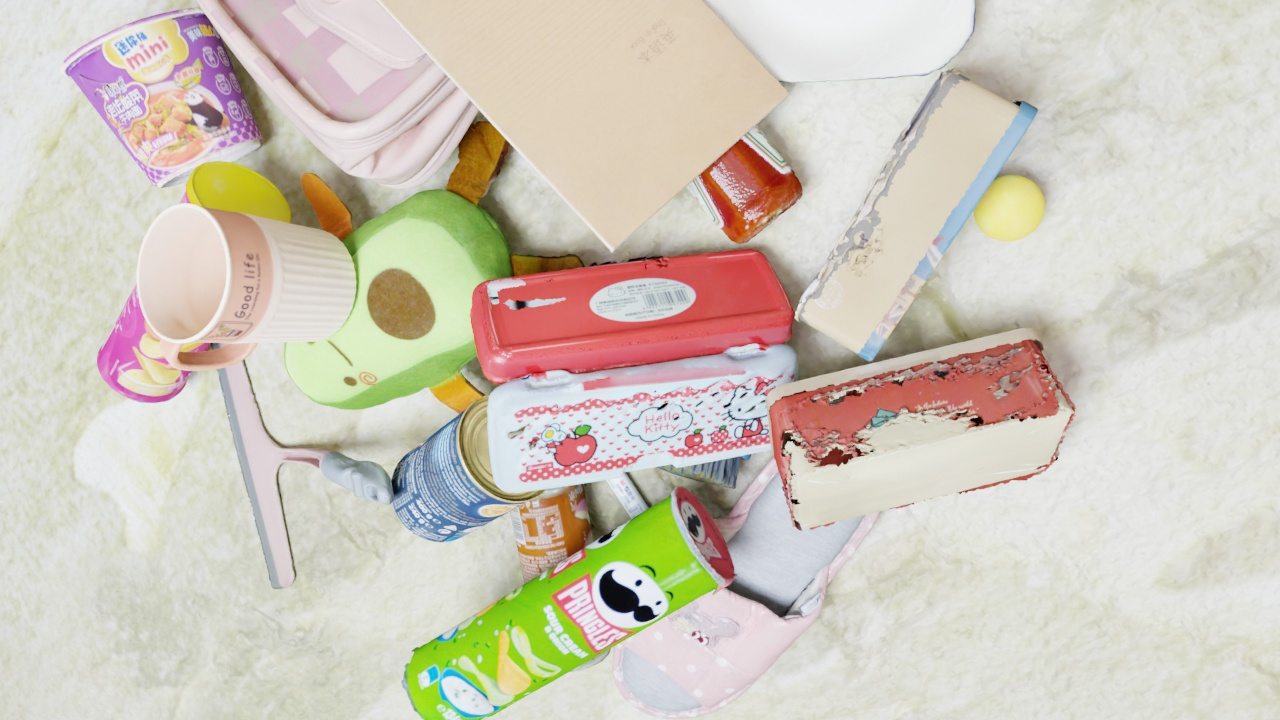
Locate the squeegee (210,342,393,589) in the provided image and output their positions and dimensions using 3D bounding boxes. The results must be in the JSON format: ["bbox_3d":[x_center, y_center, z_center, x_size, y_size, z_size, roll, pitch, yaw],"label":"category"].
[{"bbox_3d":[-0.246,0.082,0.707,0.250,0.040,0.248,4,106,46],"label":"squeegee"}]

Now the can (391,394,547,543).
[{"bbox_3d":[-0.118,0.078,0.636,0.111,0.075,0.075,-33,93,44],"label":"can"}]

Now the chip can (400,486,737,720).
[{"bbox_3d":[-0.051,0.176,0.629,0.236,0.072,0.072,-33,93,14],"label":"chip can"}]

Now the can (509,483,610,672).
[{"bbox_3d":[-0.061,0.155,0.693,0.058,0.057,0.147,-6,102,17],"label":"can"}]

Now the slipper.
[{"bbox_3d":[0.070,0.167,0.660,0.114,0.054,0.275,38,110,4],"label":"slipper"}]

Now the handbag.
[{"bbox_3d":[-0.153,-0.249,0.596,0.234,0.093,0.193,-43,76,1],"label":"handbag"}]

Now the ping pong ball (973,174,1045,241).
[{"bbox_3d":[0.224,-0.092,0.557,0.040,0.040,0.040,4,105,15],"label":"ping pong ball"}]

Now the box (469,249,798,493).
[{"bbox_3d":[-0.003,0.007,0.588,0.201,0.118,0.098,-8,140,-14],"label":"box"}]

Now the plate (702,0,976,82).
[{"bbox_3d":[0.117,-0.252,0.550,0.164,0.034,0.164,3,105,15],"label":"plate"}]

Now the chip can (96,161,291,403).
[{"bbox_3d":[-0.341,-0.053,0.695,0.071,0.071,0.211,48,123,0],"label":"chip can"}]

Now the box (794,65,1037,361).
[{"bbox_3d":[0.164,-0.092,0.548,0.060,0.089,0.185,33,115,6],"label":"box"}]

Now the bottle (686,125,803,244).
[{"bbox_3d":[0.022,-0.170,0.588,0.060,0.059,0.206,-38,91,21],"label":"bottle"}]

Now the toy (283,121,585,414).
[{"bbox_3d":[-0.163,-0.045,0.655,0.247,0.089,0.227,-35,89,19],"label":"toy"}]

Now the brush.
[{"bbox_3d":[0.012,0.036,0.646,0.144,0.055,0.073,20,84,9],"label":"brush"}]

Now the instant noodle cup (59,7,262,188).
[{"bbox_3d":[-0.336,-0.186,0.664,0.112,0.111,0.099,-21,105,20],"label":"instant noodle cup"}]

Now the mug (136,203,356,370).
[{"bbox_3d":[-0.258,-0.040,0.594,0.081,0.105,0.115,44,109,20],"label":"mug"}]

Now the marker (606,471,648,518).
[{"bbox_3d":[-0.022,0.082,0.685,0.017,0.017,0.145,-32,94,21],"label":"marker"}]

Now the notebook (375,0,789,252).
[{"bbox_3d":[-0.034,-0.190,0.549,0.149,0.012,0.211,-43,89,-9],"label":"notebook"}]

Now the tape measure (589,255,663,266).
[{"bbox_3d":[-0.013,-0.038,0.643,0.066,0.033,0.066,-5,100,15],"label":"tape measure"}]

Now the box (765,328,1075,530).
[{"bbox_3d":[0.166,0.049,0.552,0.168,0.076,0.091,-14,144,2],"label":"box"}]
